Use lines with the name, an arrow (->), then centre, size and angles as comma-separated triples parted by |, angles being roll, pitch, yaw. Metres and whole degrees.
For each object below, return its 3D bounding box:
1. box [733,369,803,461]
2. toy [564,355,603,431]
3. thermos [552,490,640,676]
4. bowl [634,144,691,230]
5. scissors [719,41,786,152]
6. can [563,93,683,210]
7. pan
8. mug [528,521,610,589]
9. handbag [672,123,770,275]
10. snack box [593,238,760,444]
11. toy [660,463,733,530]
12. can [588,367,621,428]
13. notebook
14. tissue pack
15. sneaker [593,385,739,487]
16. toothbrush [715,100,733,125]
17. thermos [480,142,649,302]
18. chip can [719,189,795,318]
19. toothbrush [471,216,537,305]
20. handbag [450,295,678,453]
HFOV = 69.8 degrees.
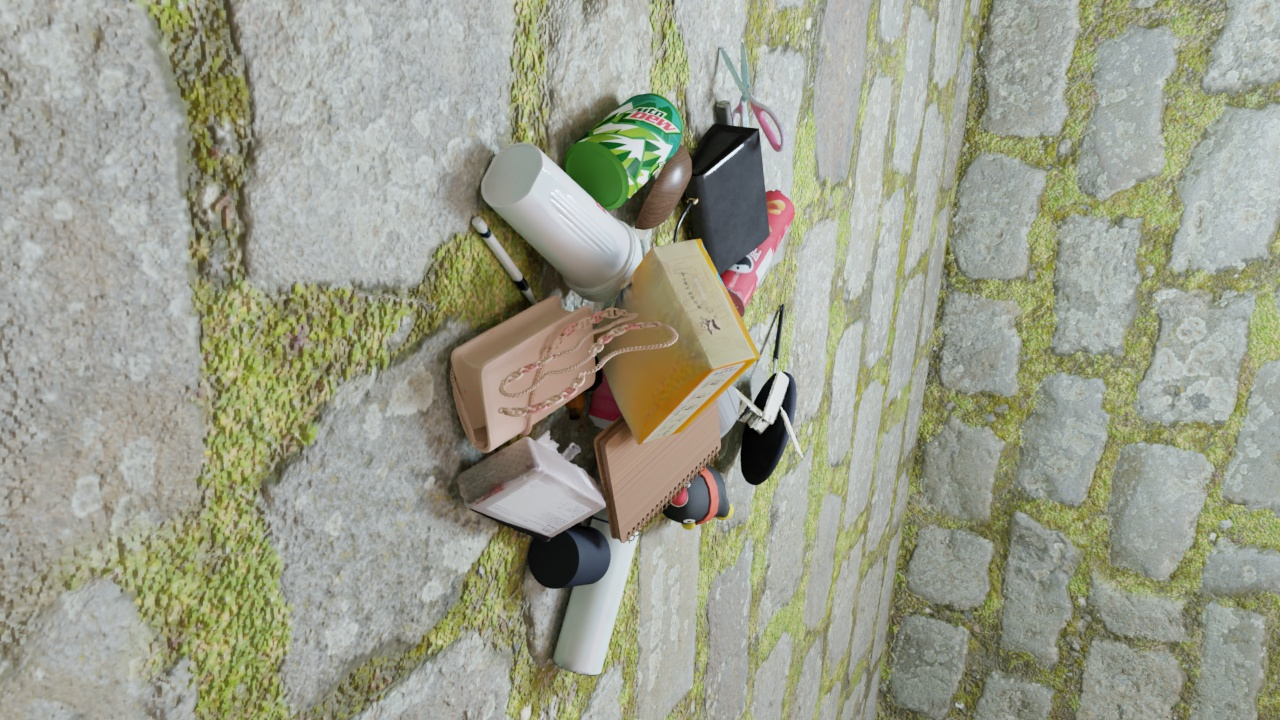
box -> 0.203, 0.069, 1.417 | 0.101, 0.194, 0.143 | -50, 156, 5
toy -> -0.074, 0.032, 1.057 | 0.076, 0.062, 0.100 | 147, -58, -79
thermos -> -0.052, 0.287, 1.194 | 0.068, 0.068, 0.230 | 26, 78, -62
bowl -> 0.034, -0.208, 1.132 | 0.118, 0.030, 0.118 | -60, 179, -3
scissors -> 0.145, -0.357, 1.287 | 0.014, 0.159, 0.172 | -30, 89, -19
can -> -0.016, -0.237, 1.029 | 0.143, 0.083, 0.083 | -51, 142, -41
pan -> 0.225, 0.046, 1.591 | 0.199, 0.021, 0.355 | 124, -19, -58
mug -> -0.087, 0.220, 1.110 | 0.077, 0.071, 0.105 | 18, 63, -62
handbag -> 0.099, -0.202, 1.282 | 0.195, 0.072, 0.176 | -49, 141, -36
snack box -> 0.022, -0.015, 0.978 | 0.080, 0.145, 0.196 | -14, 160, -30
toy -> 0.071, 0.200, 1.360 | 0.119, 0.098, 0.099 | -9, 92, -52
can -> -0.007, 0.007, 1.140 | 0.088, 0.088, 0.166 | 12, 90, -62
notebook -> 0.029, 0.107, 1.126 | 0.209, 0.022, 0.169 | -39, 135, -37
tissue pack -> -0.112, 0.134, 1.000 | 0.104, 0.071, 0.181 | -32, 147, 9
sneaker -> 0.023, 0.099, 1.246 | 0.235, 0.090, 0.099 | -30, 108, -25
toothbrush -> 0.135, -0.296, 1.353 | 0.022, 0.024, 0.186 | -25, 134, -8
thermos -> -0.072, -0.136, 0.958 | 0.220, 0.099, 0.099 | 39, 66, -55
chip can -> 0.170, -0.166, 1.417 | 0.232, 0.073, 0.073 | -59, 147, -33
toothbrush -> -0.128, -0.090, 0.958 | 0.187, 0.012, 0.017 | 58, 37, -53
handbag -> -0.082, 0.036, 0.899 | 0.198, 0.187, 0.117 | -33, 130, -38
